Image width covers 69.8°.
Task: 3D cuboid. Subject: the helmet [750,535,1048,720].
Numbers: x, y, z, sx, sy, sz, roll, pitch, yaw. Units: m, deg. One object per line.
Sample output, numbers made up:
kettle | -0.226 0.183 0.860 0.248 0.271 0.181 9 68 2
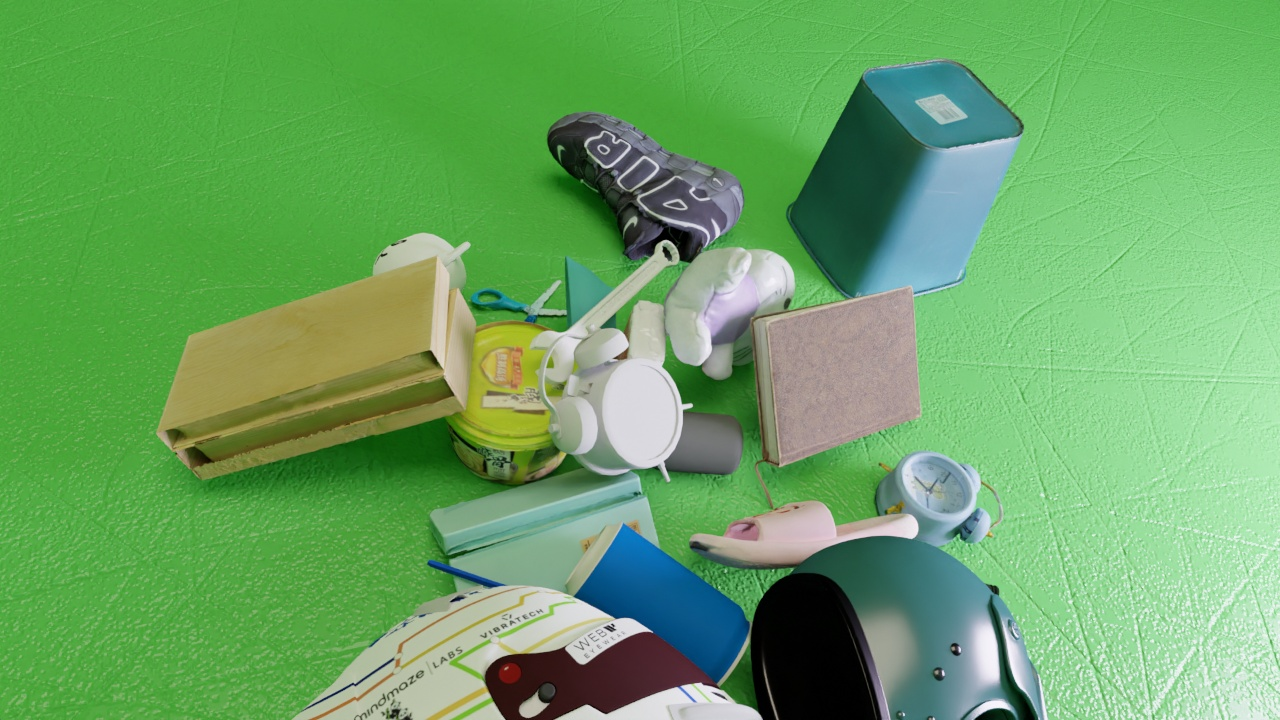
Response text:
helmet | 0.214 0.270 0.701 0.200 0.177 0.274 6 57 -28

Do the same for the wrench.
wrench | -0.027 -0.056 0.899 0.047 0.009 0.272 56 41 -10

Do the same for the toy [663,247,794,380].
toy | 0.087 -0.052 0.922 0.085 0.138 0.209 27 11 21

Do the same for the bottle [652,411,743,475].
bottle | 0.042 0.079 0.895 0.108 0.060 0.060 5 50 -9

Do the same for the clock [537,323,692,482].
clock | -0.029 0.038 0.802 0.159 0.061 0.119 36 61 -33

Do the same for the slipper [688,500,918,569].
slipper | 0.147 0.155 0.828 0.221 0.107 0.055 -2 80 -20

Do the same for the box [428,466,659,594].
box | -0.084 0.159 0.823 0.187 0.078 0.112 -16 85 -22

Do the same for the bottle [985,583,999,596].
bottle | 0.274 0.206 0.860 0.123 0.033 0.033 13 50 -2

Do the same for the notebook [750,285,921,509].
notebook | 0.202 0.032 0.928 0.215 0.190 0.034 -12 12 -33

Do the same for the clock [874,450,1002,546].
clock | 0.297 0.137 0.908 0.124 0.052 0.088 9 48 -4

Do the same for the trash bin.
trash bin | 0.317 -0.218 1.095 0.199 0.219 0.196 -14 55 -21

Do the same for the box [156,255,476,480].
box | -0.277 0.006 0.795 0.249 0.092 0.128 -16 35 9

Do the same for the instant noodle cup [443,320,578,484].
instant noodle cup | -0.120 0.044 0.864 0.146 0.098 0.146 6 50 -7

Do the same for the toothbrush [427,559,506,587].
toothbrush | -0.090 0.199 0.771 0.186 0.017 0.011 24 40 -12

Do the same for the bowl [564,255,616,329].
bowl | -0.050 -0.047 0.934 0.046 0.121 0.121 -3 52 -6

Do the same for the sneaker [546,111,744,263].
sneaker | -0.013 -0.187 1.083 0.252 0.097 0.150 24 53 1

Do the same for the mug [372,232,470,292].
mug | -0.220 -0.087 0.938 0.090 0.124 0.076 53 42 -15

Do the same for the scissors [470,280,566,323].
scissors | -0.120 -0.047 0.997 0.127 0.014 0.127 2 47 -16

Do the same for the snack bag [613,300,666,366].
snack bag | -0.005 0.005 0.910 0.036 0.116 0.076 12 50 -9

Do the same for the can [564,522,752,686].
can | 0.014 0.203 0.760 0.146 0.079 0.078 35 52 2

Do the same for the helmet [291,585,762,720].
helmet | -0.085 0.265 0.603 0.313 0.231 0.236 -22 56 -21
